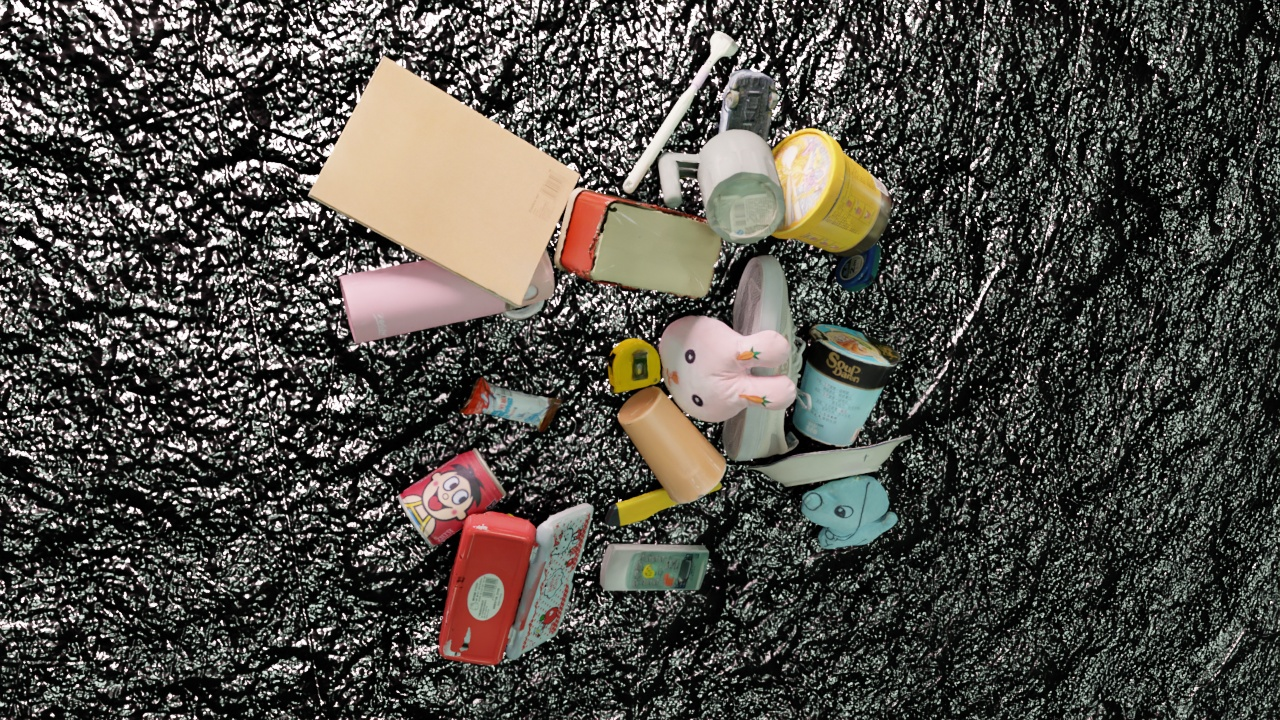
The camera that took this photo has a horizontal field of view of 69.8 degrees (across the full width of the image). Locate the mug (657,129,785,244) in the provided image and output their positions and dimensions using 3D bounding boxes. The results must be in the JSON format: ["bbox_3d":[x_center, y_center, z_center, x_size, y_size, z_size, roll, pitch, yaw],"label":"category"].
[{"bbox_3d":[0.081,-0.177,0.928,0.124,0.103,0.084,3,125,-4],"label":"mug"}]

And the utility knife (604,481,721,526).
[{"bbox_3d":[0.028,0.164,1.088,0.153,0.015,0.033,-15,119,-20],"label":"utility knife"}]

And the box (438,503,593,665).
[{"bbox_3d":[-0.133,0.245,0.992,0.159,0.065,0.201,0,123,-28],"label":"box"}]

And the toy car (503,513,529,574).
[{"bbox_3d":[-0.148,0.211,1.017,0.048,0.032,0.105,-20,126,-11],"label":"toy car"}]

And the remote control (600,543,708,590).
[{"bbox_3d":[0.017,0.251,1.110,0.135,0.019,0.056,7,104,-26],"label":"remote control"}]

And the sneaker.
[{"bbox_3d":[0.155,0.001,1.045,0.090,0.089,0.242,-2,110,-15],"label":"sneaker"}]

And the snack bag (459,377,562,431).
[{"bbox_3d":[-0.136,0.048,0.971,0.104,0.026,0.048,20,110,-27],"label":"snack bag"}]

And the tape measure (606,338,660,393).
[{"bbox_3d":[-0.006,0.006,1.012,0.060,0.029,0.057,-12,111,-20],"label":"tape measure"}]

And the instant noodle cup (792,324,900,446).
[{"bbox_3d":[0.235,0.033,1.091,0.111,0.111,0.121,7,113,-26],"label":"instant noodle cup"}]

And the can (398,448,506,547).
[{"bbox_3d":[-0.194,0.141,0.953,0.093,0.066,0.066,-33,117,-11],"label":"can"}]

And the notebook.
[{"bbox_3d":[-0.173,-0.163,0.850,0.211,0.012,0.149,28,75,-20],"label":"notebook"}]

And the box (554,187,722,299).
[{"bbox_3d":[0.007,-0.112,0.925,0.168,0.077,0.091,4,105,-43],"label":"box"}]

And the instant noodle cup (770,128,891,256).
[{"bbox_3d":[0.201,-0.174,0.998,0.114,0.118,0.118,18,99,-35],"label":"instant noodle cup"}]

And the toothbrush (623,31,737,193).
[{"bbox_3d":[0.038,-0.254,0.951,0.029,0.020,0.189,34,93,1],"label":"toothbrush"}]

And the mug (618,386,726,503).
[{"bbox_3d":[0.032,0.092,1.035,0.078,0.078,0.123,-40,113,-7],"label":"mug"}]

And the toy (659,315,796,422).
[{"bbox_3d":[0.090,0.009,0.991,0.054,0.160,0.121,-31,114,-51],"label":"toy"}]

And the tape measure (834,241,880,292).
[{"bbox_3d":[0.255,-0.107,1.075,0.025,0.055,0.058,32,60,-26],"label":"tape measure"}]

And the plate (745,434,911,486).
[{"bbox_3d":[0.221,0.123,1.079,0.164,0.164,0.034,-6,80,-21],"label":"plate"}]

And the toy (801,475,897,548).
[{"bbox_3d":[0.266,0.192,1.164,0.161,0.049,0.157,2,133,-20],"label":"toy"}]

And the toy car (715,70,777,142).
[{"bbox_3d":[0.109,-0.246,0.975,0.054,0.037,0.121,-5,119,-20],"label":"toy car"}]

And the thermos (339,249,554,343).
[{"bbox_3d":[-0.185,-0.062,0.895,0.198,0.067,0.087,-14,140,-21],"label":"thermos"}]
